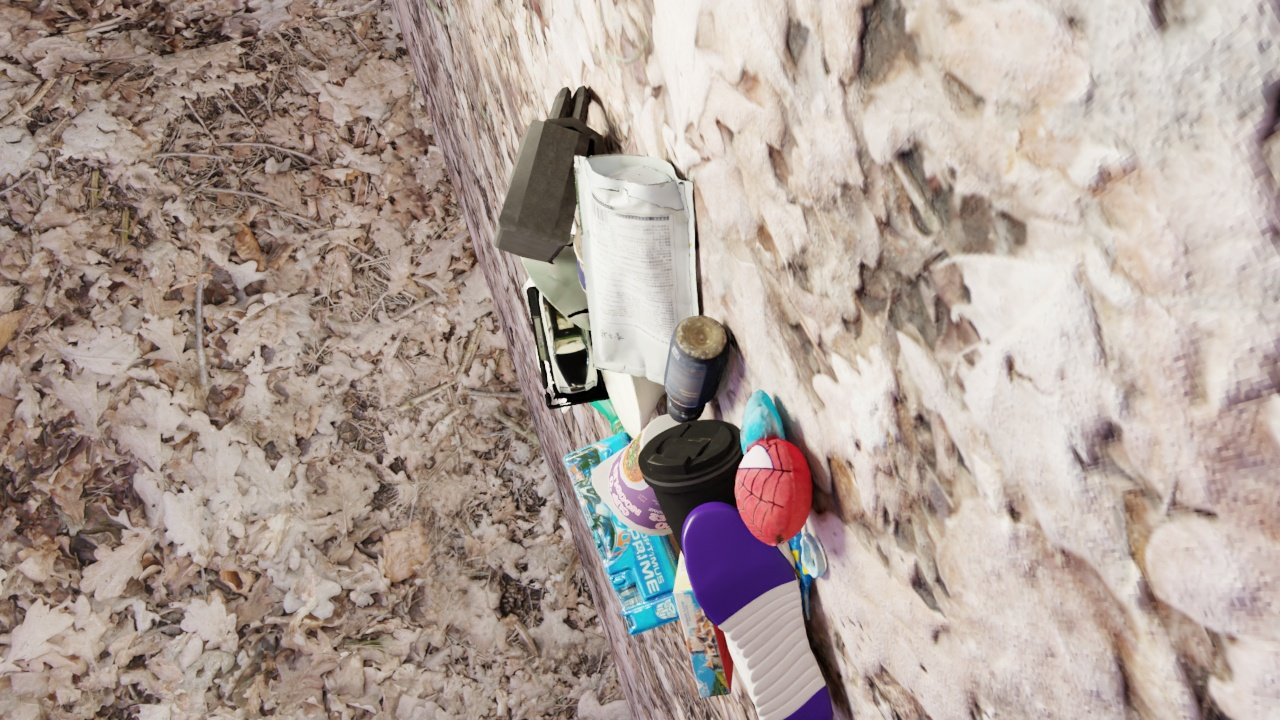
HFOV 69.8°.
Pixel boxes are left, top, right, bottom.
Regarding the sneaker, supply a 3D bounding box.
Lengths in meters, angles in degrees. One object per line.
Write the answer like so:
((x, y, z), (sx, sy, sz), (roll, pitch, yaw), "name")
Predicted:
((0.111, 0.242, 0.892), (0.111, 0.092, 0.244), (-107, -5, -86), "sneaker")

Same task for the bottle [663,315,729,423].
((0.052, 0.014, 0.911), (0.161, 0.056, 0.056), (96, 153, -62), "bottle")

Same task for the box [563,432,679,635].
((-0.008, 0.220, 1.194), (0.085, 0.092, 0.243), (12, -125, -77), "box")

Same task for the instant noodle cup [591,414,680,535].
((0.021, 0.123, 1.060), (0.122, 0.137, 0.121), (114, 165, -58), "instant noodle cup")

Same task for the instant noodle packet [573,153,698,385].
((0.003, -0.078, 0.941), (0.147, 0.057, 0.270), (20, 137, 27), "instant noodle packet")

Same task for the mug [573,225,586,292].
((-0.027, -0.120, 1.040), (0.089, 0.086, 0.111), (92, -168, -63), "mug")

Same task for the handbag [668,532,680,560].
((0.033, 0.247, 1.261), (0.198, 0.101, 0.194), (0, 108, 64), "handbag")

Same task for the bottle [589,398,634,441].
((-0.048, 0.040, 1.348), (0.068, 0.068, 0.209), (88, 160, -51), "bottle")

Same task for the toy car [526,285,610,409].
((-0.101, -0.037, 1.252), (0.071, 0.094, 0.191), (88, 172, -69), "toy car")

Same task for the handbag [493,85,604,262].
((-0.098, -0.224, 1.085), (0.197, 0.102, 0.199), (-176, 101, -79), "handbag")

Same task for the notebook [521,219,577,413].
((-0.111, -0.069, 1.373), (0.178, 0.013, 0.245), (-50, 49, 41), "notebook")

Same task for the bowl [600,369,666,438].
((-0.007, 0.007, 1.149), (0.177, 0.057, 0.176), (161, 90, -78), "bowl")

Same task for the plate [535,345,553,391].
((-0.115, -0.027, 1.352), (0.157, 0.014, 0.157), (-7, 81, 53), "plate")

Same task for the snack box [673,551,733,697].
((0.080, 0.299, 1.099), (0.142, 0.040, 0.145), (-67, -35, -71), "snack box")

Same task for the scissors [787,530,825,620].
((0.148, 0.192, 0.845), (0.070, 0.022, 0.131), (53, 163, 46), "scissors")

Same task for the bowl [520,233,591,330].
((-0.077, -0.126, 1.225), (0.174, 0.068, 0.174), (40, -153, -26), "bowl")

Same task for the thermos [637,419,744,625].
((0.074, 0.170, 0.946), (0.106, 0.105, 0.219), (-133, 23, -63), "thermos")

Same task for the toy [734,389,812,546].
((0.108, 0.090, 0.775), (0.092, 0.062, 0.132), (113, 150, -61), "toy")
